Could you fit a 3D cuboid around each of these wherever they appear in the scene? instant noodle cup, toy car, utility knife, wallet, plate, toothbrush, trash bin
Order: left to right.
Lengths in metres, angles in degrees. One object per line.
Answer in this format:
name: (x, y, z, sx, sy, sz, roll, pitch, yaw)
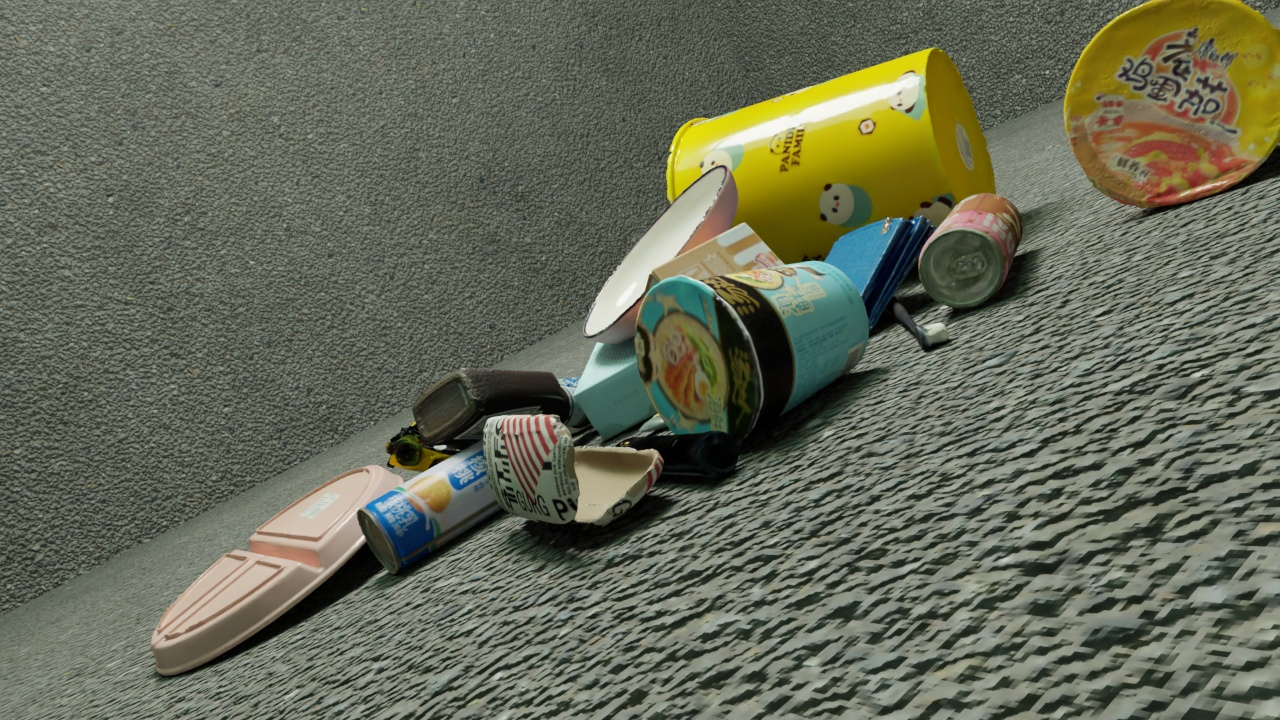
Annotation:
plate: (-0.293, 0.158, 0.740, 0.230, 0.028, 0.229, -31, 14, 9)
toy car: (-0.150, 0.080, 0.810, 0.156, 0.041, 0.071, 4, 19, 13)
toothbrush: (-0.003, 0.063, 0.593, 0.026, 0.027, 0.213, -45, 13, -23)
plate: (0.024, -0.085, 0.806, 0.193, 0.039, 0.192, -47, 15, 16)
utility knife: (0.069, 0.019, 0.739, 0.167, 0.018, 0.031, -24, 11, -30)
instant noodle cup: (0.076, -0.013, 0.576, 0.120, 0.111, 0.111, -21, 3, -34)
trash bin: (0.194, -0.173, 0.909, 0.256, 0.229, 0.228, -15, 12, 35)
wallet: (0.176, -0.065, 0.746, 0.106, 0.040, 0.133, -57, 10, -6)
toothbrush: (0.190, -0.031, 0.647, 0.018, 0.015, 0.181, -18, 8, 9)
instant noodle cup: (0.390, -0.186, 0.649, 0.109, 0.138, 0.138, -21, 2, -42)

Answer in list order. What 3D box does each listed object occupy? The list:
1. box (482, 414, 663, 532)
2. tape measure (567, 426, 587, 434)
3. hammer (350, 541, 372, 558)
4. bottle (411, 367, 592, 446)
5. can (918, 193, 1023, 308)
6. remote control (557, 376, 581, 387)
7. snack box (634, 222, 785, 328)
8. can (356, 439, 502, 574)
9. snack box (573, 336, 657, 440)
box: (-0.042, 0.067, 0.558, 0.088, 0.076, 0.163, -4, -4, -26)
tape measure: (-0.059, 0.048, 0.887, 0.066, 0.033, 0.065, -24, 4, 27)
hammer: (-0.183, 0.108, 0.893, 0.126, 0.032, 0.322, -20, 9, 35)
bottle: (-0.095, 0.039, 0.761, 0.080, 0.044, 0.194, -34, -19, 26)
can: (0.242, -0.083, 0.667, 0.058, 0.058, 0.147, -22, 8, 31)
remote control: (-0.086, 0.034, 0.976, 0.125, 0.024, 0.049, -6, 11, -13)
snack box: (0.064, -0.032, 0.691, 0.094, 0.092, 0.077, -29, -22, -26)
can: (-0.136, 0.099, 0.677, 0.134, 0.053, 0.053, -30, 8, -32)
snack box: (-0.005, 0.005, 0.827, 0.074, 0.051, 0.174, -30, 13, 14)
